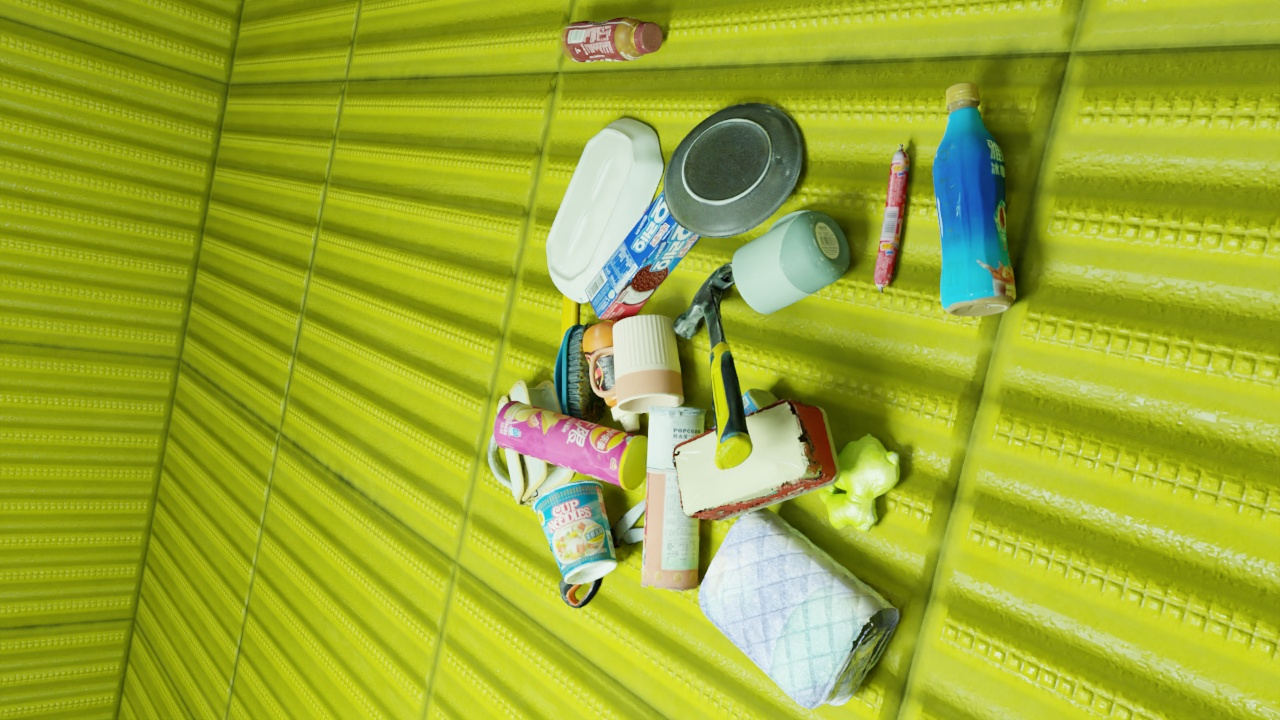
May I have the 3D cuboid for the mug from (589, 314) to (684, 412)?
[{"bbox_3d":[-0.007,0.007,1.152,0.114,0.082,0.105,-8,73,7],"label":"mug"}]

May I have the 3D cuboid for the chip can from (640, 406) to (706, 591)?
[{"bbox_3d":[0.040,0.164,1.101,0.071,0.071,0.214,-3,82,47],"label":"chip can"}]

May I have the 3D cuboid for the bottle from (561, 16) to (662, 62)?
[{"bbox_3d":[-0.040,-0.450,1.288,0.175,0.057,0.057,19,98,47],"label":"bottle"}]

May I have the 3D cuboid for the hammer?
[{"bbox_3d":[0.088,-0.002,0.995,0.126,0.032,0.322,-54,19,27],"label":"hammer"}]

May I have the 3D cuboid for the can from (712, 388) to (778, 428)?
[{"bbox_3d":[0.130,0.094,1.025,0.083,0.057,0.102,-50,52,27],"label":"can"}]

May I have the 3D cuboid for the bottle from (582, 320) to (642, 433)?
[{"bbox_3d":[-0.030,0.024,1.209,0.067,0.066,0.149,-30,70,41],"label":"bottle"}]

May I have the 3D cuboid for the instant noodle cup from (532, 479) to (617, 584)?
[{"bbox_3d":[-0.078,0.224,1.184,0.099,0.099,0.109,-42,57,35],"label":"instant noodle cup"}]

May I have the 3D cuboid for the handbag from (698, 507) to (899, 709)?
[{"bbox_3d":[0.159,0.255,0.957,0.194,0.075,0.134,37,107,42],"label":"handbag"}]

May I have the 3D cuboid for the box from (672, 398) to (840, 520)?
[{"bbox_3d":[0.111,0.107,0.947,0.169,0.076,0.091,-27,63,38],"label":"box"}]

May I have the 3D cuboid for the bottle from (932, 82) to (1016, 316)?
[{"bbox_3d":[0.309,-0.153,0.859,0.065,0.065,0.218,-11,77,46],"label":"bottle"}]

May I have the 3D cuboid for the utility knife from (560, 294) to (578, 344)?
[{"bbox_3d":[-0.099,-0.054,1.325,0.033,0.015,0.167,-4,80,41],"label":"utility knife"}]

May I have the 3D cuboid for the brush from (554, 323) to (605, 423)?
[{"bbox_3d":[-0.088,0.021,1.270,0.074,0.055,0.143,-8,78,42],"label":"brush"}]

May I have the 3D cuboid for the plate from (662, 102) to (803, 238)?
[{"bbox_3d":[0.103,-0.230,1.080,0.180,0.024,0.179,-12,64,25],"label":"plate"}]

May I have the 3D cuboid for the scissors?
[{"bbox_3d":[-0.056,0.238,1.230,0.198,0.021,0.227,43,115,42],"label":"scissors"}]

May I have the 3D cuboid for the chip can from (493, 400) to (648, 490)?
[{"bbox_3d":[-0.092,0.109,1.207,0.211,0.071,0.071,13,94,30],"label":"chip can"}]

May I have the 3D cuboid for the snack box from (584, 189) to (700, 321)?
[{"bbox_3d":[0.010,-0.138,1.187,0.208,0.058,0.057,-49,52,31],"label":"snack box"}]

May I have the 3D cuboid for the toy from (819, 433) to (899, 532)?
[{"bbox_3d":[0.222,0.125,0.938,0.097,0.031,0.100,-4,82,49],"label":"toy"}]

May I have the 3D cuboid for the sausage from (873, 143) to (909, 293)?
[{"bbox_3d":[0.260,-0.146,0.946,0.020,0.020,0.156,9,91,48],"label":"sausage"}]

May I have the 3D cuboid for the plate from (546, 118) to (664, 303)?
[{"bbox_3d":[-0.062,-0.213,1.283,0.162,0.034,0.266,38,108,42],"label":"plate"}]

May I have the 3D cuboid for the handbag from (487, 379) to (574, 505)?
[{"bbox_3d":[-0.180,0.131,1.357,0.179,0.063,0.163,-41,55,40],"label":"handbag"}]

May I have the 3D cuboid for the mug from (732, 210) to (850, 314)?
[{"bbox_3d":[0.167,-0.119,1.004,0.107,0.082,0.111,-28,41,42],"label":"mug"}]
